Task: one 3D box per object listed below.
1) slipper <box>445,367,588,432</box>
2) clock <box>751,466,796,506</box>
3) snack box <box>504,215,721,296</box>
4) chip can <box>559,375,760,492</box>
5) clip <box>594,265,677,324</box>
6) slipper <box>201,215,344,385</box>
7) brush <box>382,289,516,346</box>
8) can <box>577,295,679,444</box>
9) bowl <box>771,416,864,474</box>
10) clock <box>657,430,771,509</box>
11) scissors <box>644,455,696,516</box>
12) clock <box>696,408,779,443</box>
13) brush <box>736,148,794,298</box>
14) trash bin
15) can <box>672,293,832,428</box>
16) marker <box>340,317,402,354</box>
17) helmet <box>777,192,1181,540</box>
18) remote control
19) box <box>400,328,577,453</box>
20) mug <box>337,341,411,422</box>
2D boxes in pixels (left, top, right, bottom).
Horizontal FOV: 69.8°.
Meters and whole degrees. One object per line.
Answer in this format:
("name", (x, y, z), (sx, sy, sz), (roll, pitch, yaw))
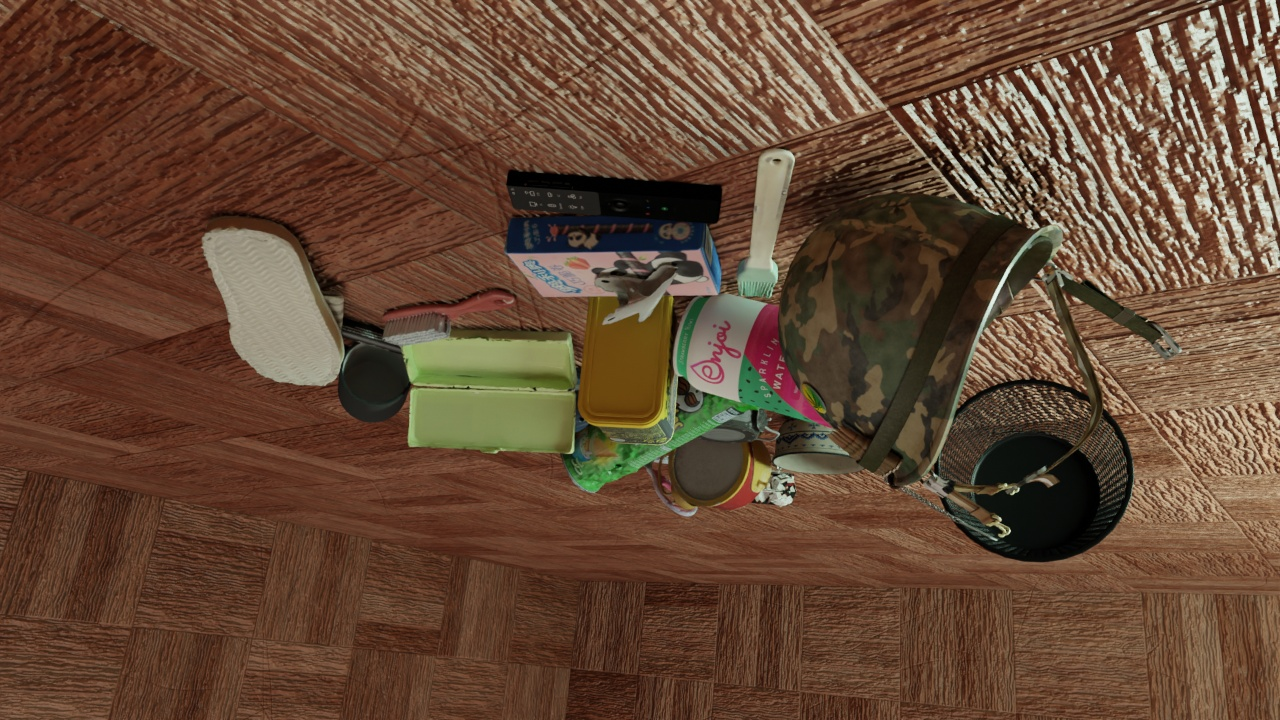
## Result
("slipper", (-0.106, 0.059, 1.069), (0.253, 0.095, 0.105), (7, 159, 6))
("clock", (0.175, 0.180, 1.373), (0.114, 0.065, 0.155), (6, 176, 1))
("snack box", (-0.019, -0.080, 0.719), (0.154, 0.033, 0.088), (1, 161, 14))
("chip can", (0.018, 0.063, 0.957), (0.224, 0.075, 0.075), (-30, 146, 25))
("clip", (-0.007, -0.046, 0.718), (0.054, 0.040, 0.102), (-5, 164, -13))
("slipper", (-0.340, -0.053, 0.862), (0.114, 0.054, 0.273), (11, 151, -6))
("brush", (-0.190, -0.040, 0.896), (0.173, 0.030, 0.041), (-9, 157, 35))
("can", (-0.005, 0.005, 0.819), (0.072, 0.130, 0.101), (2, 164, 11))
("bowl", (0.223, 0.100, 1.141), (0.115, 0.059, 0.116), (5, 161, 2))
("clock", (0.093, 0.141, 1.209), (0.159, 0.117, 0.081), (-15, 157, 30))
("scissors", (0.025, 0.143, 1.286), (0.170, 0.167, 0.014), (40, 126, 12))
("clock", (0.105, 0.069, 1.106), (0.123, 0.043, 0.091), (7, 161, -4))
("brush", (0.092, -0.095, 0.681), (0.033, 0.012, 0.218), (4, 160, 4))
("trash bin", (0.432, 0.133, 1.015), (0.184, 0.184, 0.210), (-3, 165, 24))
("can", (0.118, -0.001, 0.784), (0.166, 0.088, 0.088), (16, 165, 20))
("marker", (-0.272, -0.022, 0.986), (0.145, 0.021, 0.023), (19, -173, -34))
("helmet", (0.209, -0.004, 0.618), (0.236, 0.192, 0.224), (26, 158, 28))
("remote control", (-0.018, -0.115, 0.649), (0.150, 0.013, 0.034), (5, 161, 3))
("box", (-0.159, 0.030, 0.971), (0.188, 0.140, 0.048), (0, -168, 11))
("mug", (-0.314, 0.013, 1.033), (0.113, 0.078, 0.088), (36, 156, -6))
